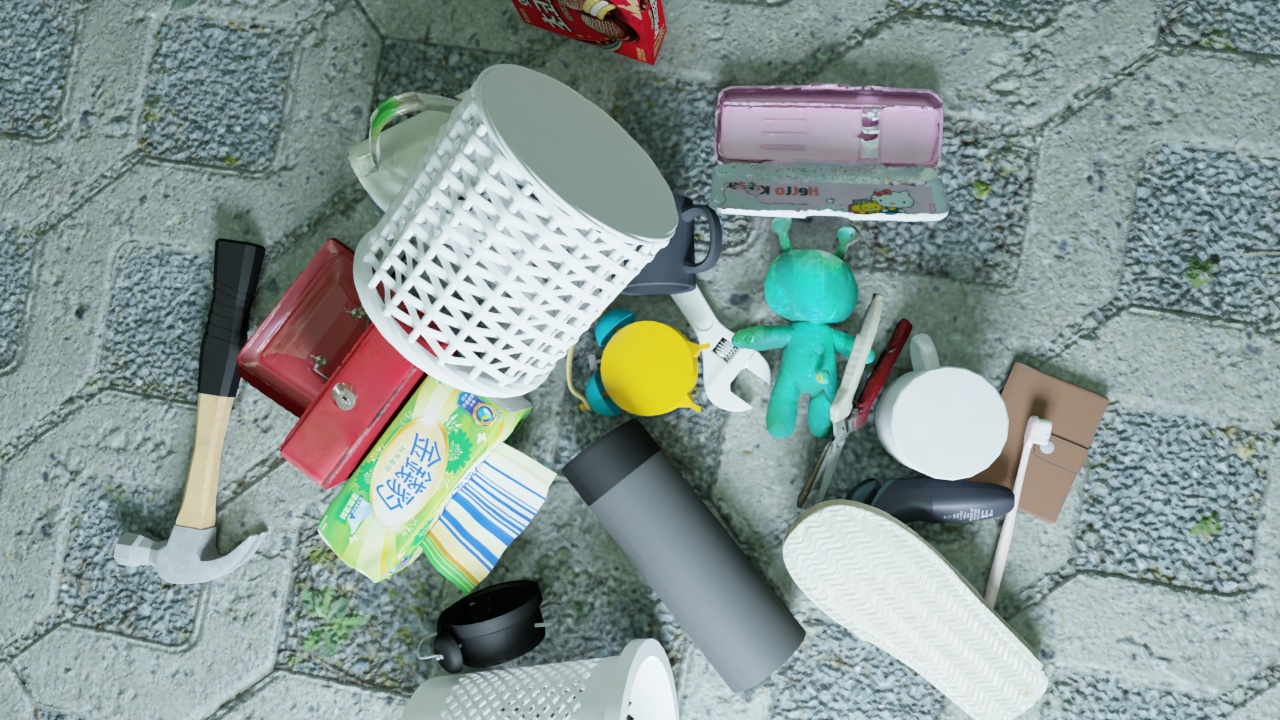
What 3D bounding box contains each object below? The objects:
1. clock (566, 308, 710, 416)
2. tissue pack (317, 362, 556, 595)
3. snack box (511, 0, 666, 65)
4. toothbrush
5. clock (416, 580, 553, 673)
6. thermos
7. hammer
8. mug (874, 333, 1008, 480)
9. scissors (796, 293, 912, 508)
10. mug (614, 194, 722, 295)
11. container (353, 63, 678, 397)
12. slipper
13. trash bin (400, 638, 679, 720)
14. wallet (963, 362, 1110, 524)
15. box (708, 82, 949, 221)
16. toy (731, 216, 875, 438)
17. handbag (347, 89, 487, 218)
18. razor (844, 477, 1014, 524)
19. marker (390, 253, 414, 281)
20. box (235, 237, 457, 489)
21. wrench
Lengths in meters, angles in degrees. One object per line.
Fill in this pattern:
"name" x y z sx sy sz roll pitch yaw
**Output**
"clock" -0.005 0.005 0.827 0.130 0.043 0.099 9 92 14
"tissue pack" -0.165 0.114 0.815 0.141 0.120 0.198 38 99 5
"snack box" -0.051 -0.319 0.792 0.133 0.152 0.036 20 90 6
"toothbrush" 0.325 0.137 0.797 0.018 0.015 0.181 13 97 2
"clock" -0.140 0.238 0.817 0.120 0.091 0.042 -16 97 -8
"thermos" 0.036 0.166 0.803 0.082 0.082 0.240 -39 85 4
"hammer" -0.408 0.048 0.879 0.131 0.039 0.328 9 89 5
"mug" 0.249 0.037 0.779 0.091 0.090 0.121 -13 87 6
"scissors" 0.186 0.031 0.791 0.015 0.184 0.179 23 133 38
"mug" 0.025 -0.101 0.793 0.105 0.071 0.077 -5 85 40
"container" -0.098 -0.099 0.728 0.189 0.188 0.187 48 120 5
"slipper" 0.233 0.213 0.790 0.263 0.052 0.115 39 107 -6
"trash bin" -0.086 0.336 0.770 0.200 0.195 0.195 -5 88 15
"wallet" 0.347 0.072 0.806 0.087 0.013 0.121 23 93 6
"box" 0.164 -0.176 0.812 0.201 0.067 0.153 3 68 6
"toy" 0.149 -0.028 0.800 0.130 0.072 0.193 3 88 -9
"handbag" -0.176 -0.182 0.789 0.151 0.176 0.074 -23 86 5
"razor" 0.249 0.125 0.795 0.143 0.047 0.052 -3 47 13
"marker" -0.259 -0.041 0.878 0.011 0.011 0.152 34 92 6
"box" -0.256 0.005 0.795 0.156 0.170 0.157 35 93 -19
"wrench" 0.033 -0.075 0.844 0.066 0.018 0.273 -32 84 5
